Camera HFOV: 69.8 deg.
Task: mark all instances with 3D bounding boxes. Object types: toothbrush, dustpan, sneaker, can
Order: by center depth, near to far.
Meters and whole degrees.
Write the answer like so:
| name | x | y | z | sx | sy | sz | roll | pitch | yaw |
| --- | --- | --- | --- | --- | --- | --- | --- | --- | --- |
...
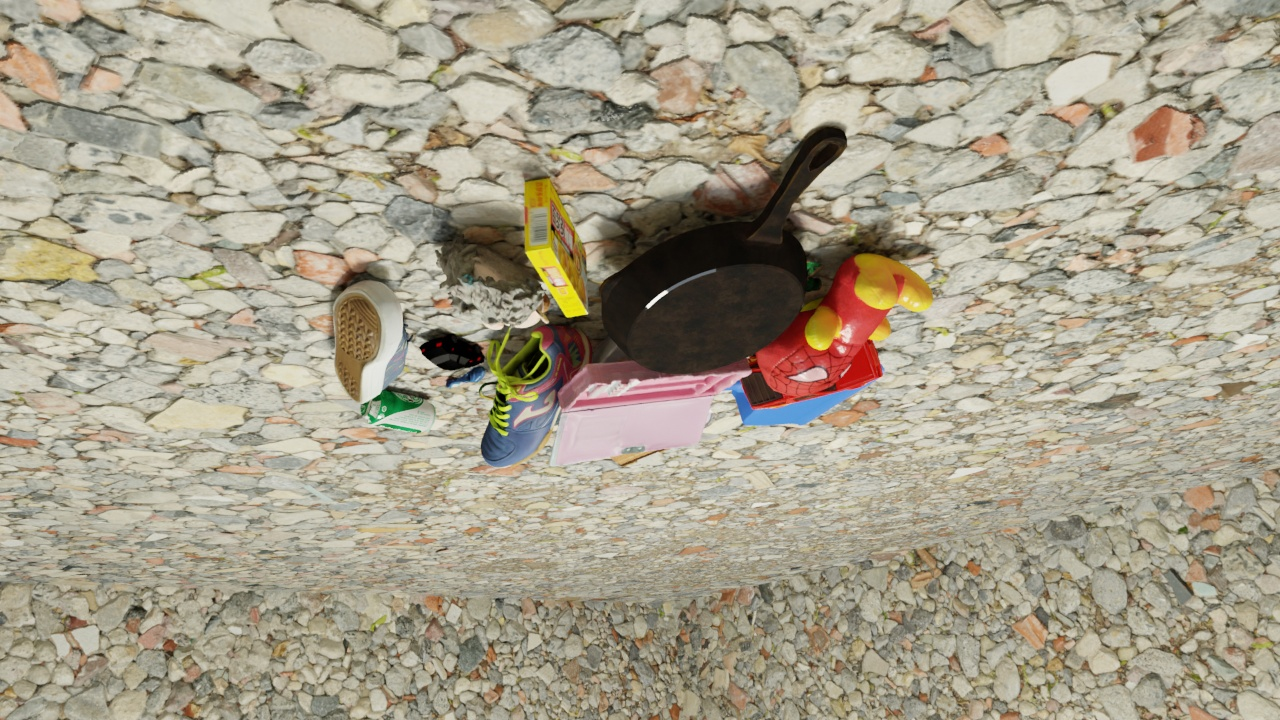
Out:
| name | x | y | z | sx | sy | sz | roll | pitch | yaw |
| --- | --- | --- | --- | --- | --- | --- | --- | --- | --- |
| sneaker | -0.304 | -0.029 | 1.071 | 0.079 | 0.087 | 0.236 | -33 | 170 | -32 |
| sneaker | -0.160 | 0.045 | 1.180 | 0.091 | 0.116 | 0.242 | 7 | 129 | -44 |
| toothbrush | -0.235 | 0.024 | 1.243 | 0.016 | 0.021 | 0.133 | -5 | 174 | -33 |
| can | -0.348 | 0.073 | 1.315 | 0.053 | 0.053 | 0.101 | -24 | 151 | 38 |
| dustpan | 0.185 | 0.048 | 1.368 | 0.257 | 0.059 | 0.246 | -5 | 160 | -25 |

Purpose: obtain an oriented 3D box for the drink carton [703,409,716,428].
| name | x | y | z | sx | sy | sz | roll | pitch | yaw |
| --- | --- | --- | --- | --- | --- | --- | --- | --- | --- |
| drink carton | 0.072 | 0.083 | 1.430 | 0.069 | 0.039 | 0.122 | -8 | -177 | -7 |

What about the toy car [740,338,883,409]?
| name | x | y | z | sx | sy | sz | roll | pitch | yaw |
| --- | --- | --- | --- | --- | --- | --- | --- | --- | --- |
| toy car | 0.227 | 0.013 | 1.242 | 0.190 | 0.081 | 0.056 | -16 | -163 | 22 |

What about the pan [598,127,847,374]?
| name | x | y | z | sx | sy | sz | roll | pitch | yaw |
| --- | --- | --- | --- | --- | --- | --- | --- | --- | --- |
| pan | 0.102 | -0.091 | 0.930 | 0.248 | 0.043 | 0.357 | 2 | 145 | -29 |

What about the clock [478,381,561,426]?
| name | x | y | z | sx | sy | sz | roll | pitch | yaw |
| --- | --- | --- | --- | --- | --- | --- | --- | --- | --- |
| clock | -0.147 | 0.051 | 1.297 | 0.162 | 0.060 | 0.118 | 3 | 156 | -19 |

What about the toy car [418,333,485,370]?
| name | x | y | z | sx | sy | sz | roll | pitch | yaw |
| --- | --- | --- | --- | --- | --- | --- | --- | --- | --- |
| toy car | -0.237 | -0.005 | 1.168 | 0.042 | 0.036 | 0.091 | -17 | 155 | 27 |

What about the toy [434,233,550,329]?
| name | x | y | z | sx | sy | sz | roll | pitch | yaw |
| --- | --- | --- | --- | --- | --- | --- | --- | --- | --- |
| toy | -0.147 | -0.070 | 0.959 | 0.133 | 0.076 | 0.175 | 35 | -174 | 15 |

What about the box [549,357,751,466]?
| name | x | y | z | sx | sy | sz | roll | pitch | yaw |
| --- | --- | --- | --- | --- | --- | --- | --- | --- | --- |
| box | 0.005 | 0.051 | 1.143 | 0.232 | 0.059 | 0.180 | -4 | 142 | -32 |

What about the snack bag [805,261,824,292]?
| name | x | y | z | sx | sy | sz | roll | pitch | yaw |
| --- | --- | --- | --- | --- | --- | --- | --- | --- | --- |
| snack bag | 0.148 | -0.094 | 1.045 | 0.154 | 0.044 | 0.087 | 4 | 148 | -36 |

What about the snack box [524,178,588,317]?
| name | x | y | z | sx | sy | sz | roll | pitch | yaw |
| --- | --- | --- | --- | --- | --- | --- | --- | --- | --- |
| snack box | -0.081 | -0.107 | 0.901 | 0.025 | 0.075 | 0.152 | -7 | 158 | 9 |

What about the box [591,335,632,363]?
| name | x | y | z | sx | sy | sz | roll | pitch | yaw |
| --- | --- | --- | --- | --- | --- | --- | --- | --- | --- |
| box | -0.019 | 0.001 | 1.162 | 0.107 | 0.094 | 0.217 | -33 | 174 | -33 |

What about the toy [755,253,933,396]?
| name | x | y | z | sx | sy | sz | roll | pitch | yaw |
| --- | --- | --- | --- | --- | --- | --- | --- | --- | --- |
| toy | 0.225 | -0.037 | 1.070 | 0.147 | 0.098 | 0.217 | 9 | 139 | -41 |

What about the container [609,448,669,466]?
| name | x | y | z | sx | sy | sz | roll | pitch | yaw |
| --- | --- | --- | --- | --- | --- | --- | --- | --- | --- |
| container | -0.009 | 0.108 | 1.366 | 0.114 | 0.063 | 0.061 | -25 | 145 | 33 |

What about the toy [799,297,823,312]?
| name | x | y | z | sx | sy | sz | roll | pitch | yaw |
| --- | --- | --- | --- | --- | --- | --- | --- | --- | --- |
| toy | 0.242 | -0.050 | 1.159 | 0.094 | 0.041 | 0.095 | -17 | 146 | 19 |
